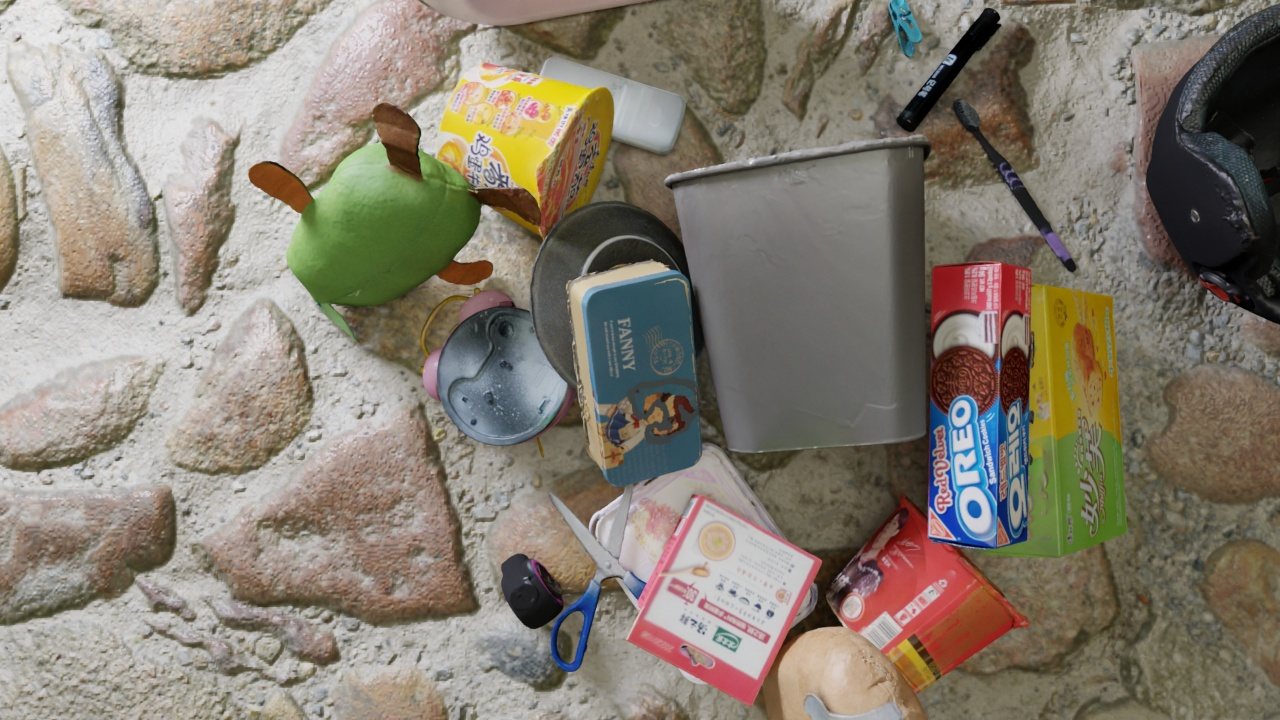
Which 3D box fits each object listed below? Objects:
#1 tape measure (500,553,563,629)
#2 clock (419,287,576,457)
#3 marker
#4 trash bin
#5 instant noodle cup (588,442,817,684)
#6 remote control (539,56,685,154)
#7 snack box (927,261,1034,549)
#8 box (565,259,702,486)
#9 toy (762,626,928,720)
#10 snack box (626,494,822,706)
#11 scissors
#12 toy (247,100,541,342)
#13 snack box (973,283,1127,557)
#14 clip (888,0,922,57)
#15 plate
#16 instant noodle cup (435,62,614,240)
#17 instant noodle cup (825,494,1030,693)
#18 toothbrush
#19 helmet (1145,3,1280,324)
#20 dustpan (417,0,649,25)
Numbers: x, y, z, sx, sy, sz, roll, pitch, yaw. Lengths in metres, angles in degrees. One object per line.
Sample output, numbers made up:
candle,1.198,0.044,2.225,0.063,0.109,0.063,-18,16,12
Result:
tape measure,-0.092,0.200,0.795,0.039,0.057,0.058,-34,119,0
clock,-0.125,0.004,0.793,0.158,0.059,0.117,34,94,12
marker,0.279,-0.262,0.831,0.022,0.020,0.132,40,87,-27
trash bin,0.137,-0.050,0.735,0.199,0.198,0.220,-5,95,15
instant noodle cup,0.053,0.171,0.794,0.138,0.060,0.173,-35,89,-1
remote control,-0.028,-0.230,0.830,0.136,0.020,0.056,17,87,1
snack box,0.251,0.033,0.678,0.057,0.058,0.207,1,90,45
box,-0.004,0.004,0.720,0.089,0.059,0.184,-16,118,-16
toy,0.147,0.289,0.733,0.082,0.227,0.143,-14,67,-23
snack box,0.064,0.188,0.733,0.113,0.044,0.127,29,80,-2
scissors,-0.023,0.183,0.760,0.162,0.012,0.176,28,88,4
toy,-0.207,-0.110,0.750,0.247,0.226,0.089,-28,51,36
snack box,0.332,0.047,0.750,0.070,0.157,0.210,-5,86,45
clip,0.239,-0.305,0.831,0.013,0.038,0.055,-17,81,-3
plate,-0.009,-0.048,0.774,0.179,0.024,0.179,5,82,-35
instant noodle cup,-0.099,-0.182,0.776,0.110,0.138,0.138,23,88,8
instant noodle cup,0.227,0.196,0.760,0.109,0.138,0.138,-45,88,7
toothbrush,0.340,-0.159,0.828,0.014,0.017,0.189,-34,89,-1
helmet,0.537,-0.145,0.720,0.234,0.230,0.274,-30,87,14
dustpan,-0.061,-0.348,0.744,0.273,0.222,0.138,15,75,13
